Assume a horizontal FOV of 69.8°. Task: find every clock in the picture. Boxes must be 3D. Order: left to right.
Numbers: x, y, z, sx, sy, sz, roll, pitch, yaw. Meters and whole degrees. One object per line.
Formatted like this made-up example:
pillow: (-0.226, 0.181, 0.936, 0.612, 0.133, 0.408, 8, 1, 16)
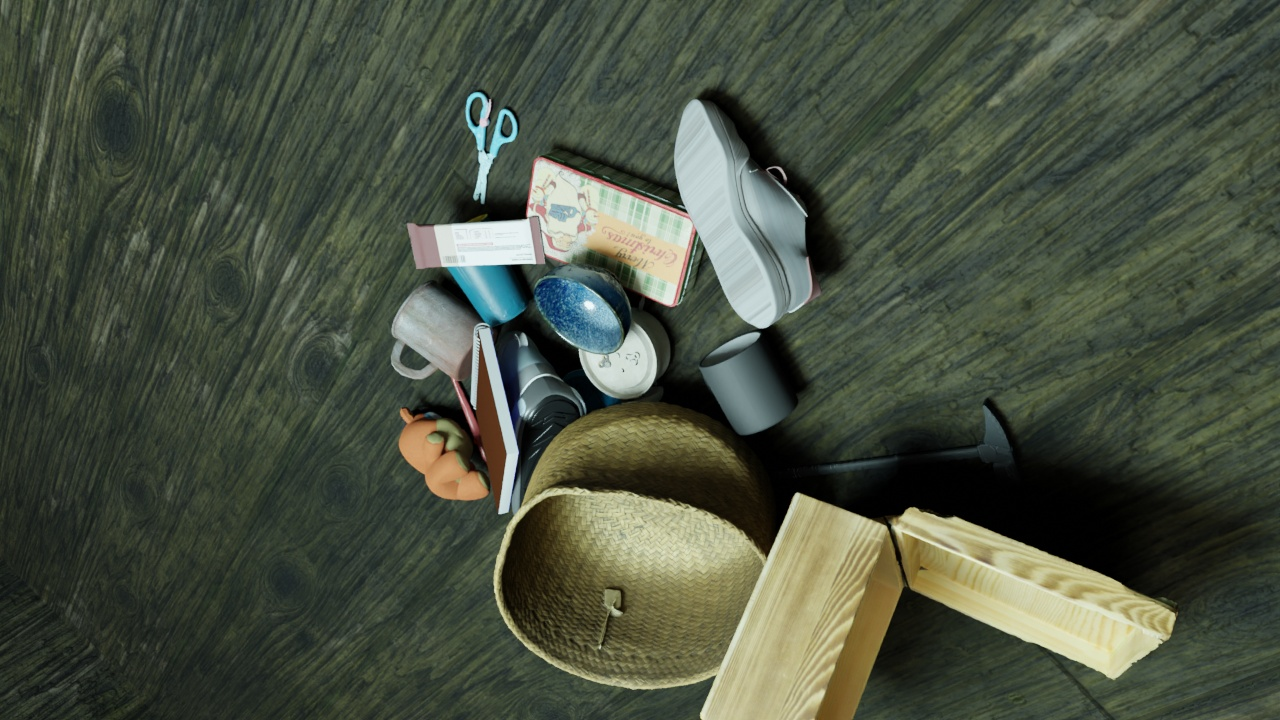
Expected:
clock: (-0.007, 0.007, 1.076, 0.104, 0.061, 0.157, -12, 102, 35)

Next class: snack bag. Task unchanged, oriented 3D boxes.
snack bag: (-0.188, -0.134, 1.048, 0.158, 0.013, 0.057, -1, 116, 13)

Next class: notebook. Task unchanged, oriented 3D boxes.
notebook: (-0.184, 0.077, 1.142, 0.210, 0.022, 0.171, 111, 145, -60)

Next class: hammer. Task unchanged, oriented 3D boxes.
hammer: (0.243, 0.110, 1.015, 0.326, 0.015, 0.095, -13, 109, 36)

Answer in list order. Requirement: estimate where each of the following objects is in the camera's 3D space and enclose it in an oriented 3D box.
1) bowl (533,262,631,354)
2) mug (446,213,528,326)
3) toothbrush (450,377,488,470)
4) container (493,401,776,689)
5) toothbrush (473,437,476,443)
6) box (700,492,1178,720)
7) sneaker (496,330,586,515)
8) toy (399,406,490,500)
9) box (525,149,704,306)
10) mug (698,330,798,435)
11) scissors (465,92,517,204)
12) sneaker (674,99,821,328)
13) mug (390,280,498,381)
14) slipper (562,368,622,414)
bowl: (-0.053, -0.067, 1.001, 0.114, 0.060, 0.115, 26, 147, 18)
mug: (-0.190, -0.106, 1.114, 0.078, 0.077, 0.121, -14, 113, 36)
toothbrush: (-0.242, 0.070, 1.268, 0.016, 0.016, 0.190, -15, 103, 31)
container: (0.003, 0.202, 1.039, 0.307, 0.196, 0.308, 6, 123, 9)
toothbrush: (-0.143, 0.152, 1.269, 0.212, 0.012, 0.018, 27, 127, 15)
box: (0.286, 0.292, 0.882, 0.337, 0.285, 0.279, 16, 162, 26)
sneaker: (-0.143, 0.089, 1.180, 0.160, 0.093, 0.257, 57, 151, 38)
toy: (-0.281, 0.126, 1.270, 0.176, 0.096, 0.112, 27, 162, 35)
box: (-0.030, -0.147, 1.009, 0.205, 0.050, 0.118, 25, 127, 16)
mug: (0.110, 0.026, 1.014, 0.088, 0.078, 0.114, 60, 155, -11)
scissors: (-0.172, -0.238, 1.069, 0.076, 0.015, 0.142, 21, 131, 17)
sneaker: (0.113, -0.152, 0.911, 0.099, 0.089, 0.236, -30, 78, 60)
mug: (-0.258, -0.025, 1.172, 0.110, 0.123, 0.096, 34, 170, 13)
slipper: (-0.002, 0.136, 1.148, 0.118, 0.060, 0.295, -30, 99, 35)
